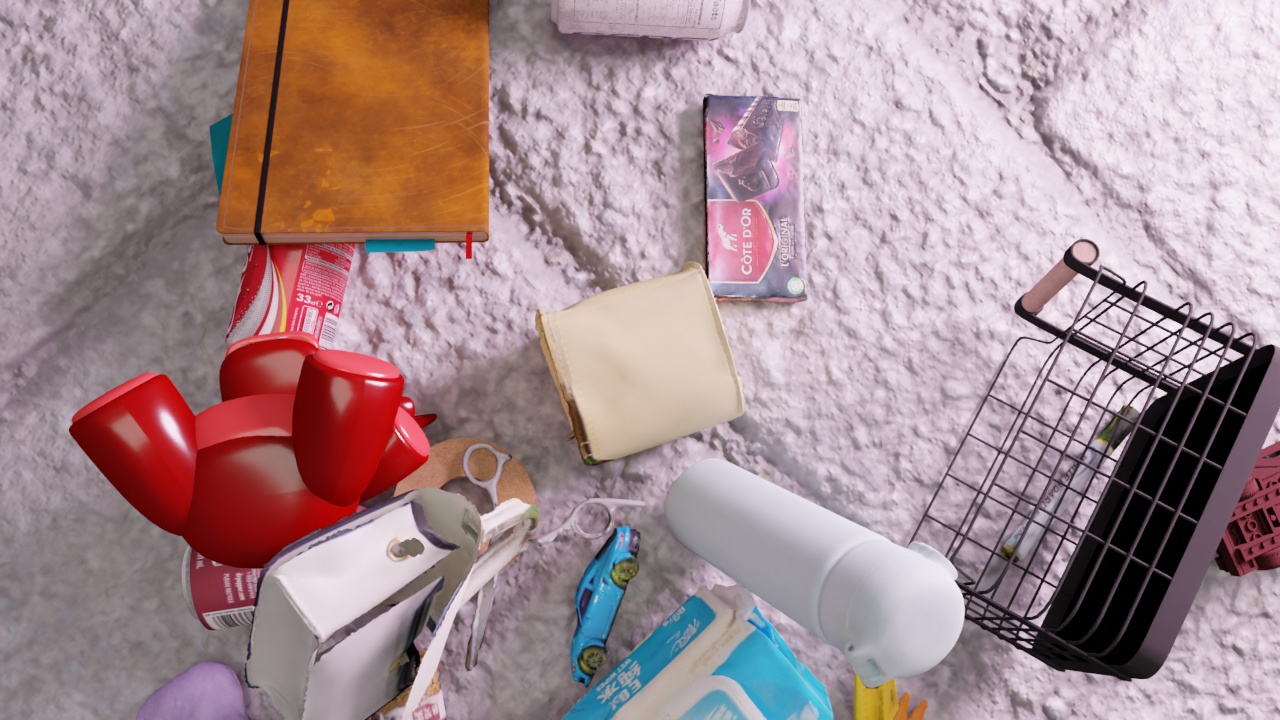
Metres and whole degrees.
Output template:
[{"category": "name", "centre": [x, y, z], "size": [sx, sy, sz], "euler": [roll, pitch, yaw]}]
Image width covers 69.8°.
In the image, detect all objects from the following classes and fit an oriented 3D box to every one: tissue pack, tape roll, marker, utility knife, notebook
[{"category": "tissue pack", "centre": [0.016, 0.246, 0.579], "size": [0.209, 0.066, 0.117], "euler": [-40, 104, -8]}, {"category": "tape roll", "centre": [-0.116, 0.099, 0.612], "size": [0.094, 0.027, 0.094], "euler": [1, 83, -6]}, {"category": "marker", "centre": [0.312, 0.088, 0.662], "size": [0.017, 0.017, 0.146], "euler": [44, 80, 1]}, {"category": "utility knife", "centre": [0.157, 0.288, 0.611], "size": [0.030, 0.017, 0.175], "euler": [1, 83, 6]}, {"category": "notebook", "centre": [-0.190, -0.172, 0.607], "size": [0.178, 0.014, 0.248], "euler": [-1, 65, -6]}]

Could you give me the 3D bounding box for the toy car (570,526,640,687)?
[{"category": "toy car", "centre": [-0.027, 0.159, 0.603], "size": [0.032, 0.048, 0.105], "euler": [19, 82, -3]}]

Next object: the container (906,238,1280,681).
[{"category": "container", "centre": [0.264, 0.069, 0.575], "size": [0.130, 0.163, 0.241], "euler": [29, 79, 11]}]

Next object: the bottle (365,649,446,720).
[{"category": "bottle", "centre": [-0.148, 0.241, 0.576], "size": [0.056, 0.056, 0.105], "euler": [-10, 84, -7]}]

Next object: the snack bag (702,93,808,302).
[{"category": "snack bag", "centre": [0.082, -0.118, 0.666], "size": [0.074, 0.018, 0.155], "euler": [0, 84, -7]}]

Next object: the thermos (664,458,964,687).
[{"category": "thermos", "centre": [0.093, 0.115, 0.539], "size": [0.077, 0.207, 0.065], "euler": [-41, 116, -16]}]

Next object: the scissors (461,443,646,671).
[{"category": "scissors", "centre": [-0.077, 0.120, 0.589], "size": [0.171, 0.014, 0.141], "euler": [-8, 81, -2]}]

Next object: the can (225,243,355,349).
[{"category": "can", "centre": [-0.227, -0.049, 0.601], "size": [0.064, 0.064, 0.104], "euler": [11, 82, -4]}]

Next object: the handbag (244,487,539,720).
[{"category": "handbag", "centre": [-0.118, 0.133, 0.509], "size": [0.175, 0.152, 0.074], "euler": [-26, 65, -41]}]

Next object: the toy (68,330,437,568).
[{"category": "toy", "centre": [-0.202, 0.044, 0.523], "size": [0.158, 0.197, 0.120], "euler": [-11, 93, -7]}]

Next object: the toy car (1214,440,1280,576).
[{"category": "toy car", "centre": [0.469, 0.092, 0.655], "size": [0.169, 0.062, 0.070], "euler": [-21, 85, -8]}]

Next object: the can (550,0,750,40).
[{"category": "can", "centre": [0.006, -0.269, 0.646], "size": [0.136, 0.078, 0.078], "euler": [1, 82, -6]}]

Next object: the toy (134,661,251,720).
[{"category": "toy", "centre": [-0.270, 0.243, 0.575], "size": [0.080, 0.036, 0.099], "euler": [-33, 82, 1]}]

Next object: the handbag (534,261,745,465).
[{"category": "handbag", "centre": [-0.004, 0.004, 0.613], "size": [0.119, 0.081, 0.111], "euler": [-18, 92, -10]}]

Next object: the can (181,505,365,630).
[{"category": "can", "centre": [-0.221, 0.130, 0.579], "size": [0.114, 0.063, 0.063], "euler": [-8, 83, -7]}]

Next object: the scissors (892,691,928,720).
[{"category": "scissors", "centre": [0.157, 0.282, 0.625], "size": [0.073, 0.012, 0.131], "euler": [20, 82, -3]}]
